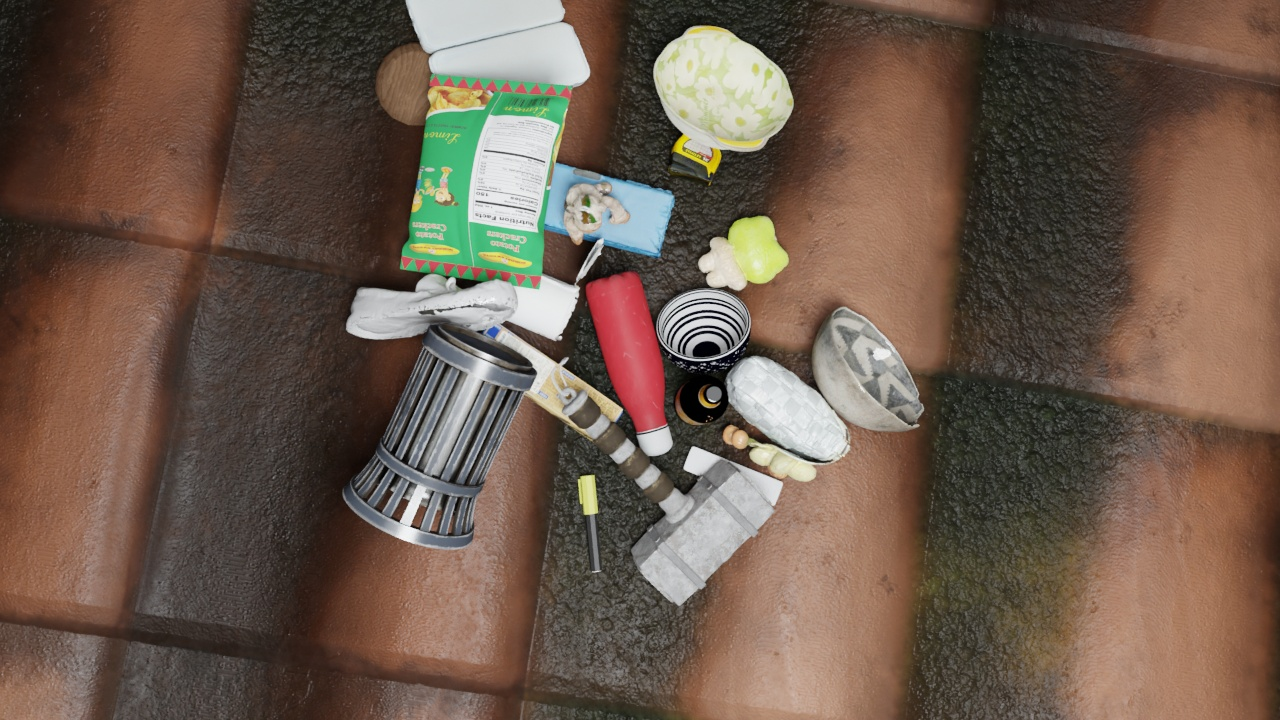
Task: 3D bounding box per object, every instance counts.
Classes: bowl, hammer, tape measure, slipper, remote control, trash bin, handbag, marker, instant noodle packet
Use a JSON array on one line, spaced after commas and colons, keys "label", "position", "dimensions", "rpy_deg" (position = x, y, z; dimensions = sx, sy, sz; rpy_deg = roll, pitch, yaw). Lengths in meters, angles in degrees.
[{"label": "bowl", "position": [0.103, -0.344, 1.217], "dimensions": [0.188, 0.060, 0.219], "rpy_deg": [-3, 61, -16]}, {"label": "bowl", "position": [0.084, -0.027, 1.192], "dimensions": [0.120, 0.066, 0.120], "rpy_deg": [-5, 52, 6]}, {"label": "hammer", "position": [-0.002, 0.133, 1.133], "dimensions": [0.177, 0.079, 0.326], "rpy_deg": [-44, 101, -3]}, {"label": "bowl", "position": [-0.300, -0.376, 1.231], "dimensions": [0.118, 0.030, 0.117], "rpy_deg": [0, 84, -3]}, {"label": "tape measure", "position": [0.074, -0.274, 1.238], "dimensions": [0.065, 0.037, 0.064], "rpy_deg": [16, 84, -4]}, {"label": "slipper", "position": [-0.260, -0.071, 1.143], "dimensions": [0.247, 0.112, 0.074], "rpy_deg": [-3, 89, 28]}, {"label": "remote control", "position": [0.122, 0.152, 1.209], "dimensions": [0.131, 0.012, 0.033], "rpy_deg": [22, 85, -1]}, {"label": "trash bin", "position": [-0.231, 0.083, 1.095], "dimensions": [0.164, 0.164, 0.227], "rpy_deg": [25, 96, 0]}, {"label": "handbag", "position": [0.172, 0.077, 1.173], "dimensions": [0.171, 0.112, 0.123], "rpy_deg": [40, 90, 1]}, {"label": "marker", "position": [-0.065, 0.211, 1.190], "dimensions": [0.021, 0.017, 0.124], "rpy_deg": [-8, 85, 29]}, {"label": "instant noodle packet", "position": [-0.196, -0.227, 1.151], "dimensions": [0.196, 0.090, 0.252], "rpy_deg": [10, 91, 16]}, {"label": "bowl", "position": [0.274, 0.024, 1.174], "dimensions": [0.081, 0.178, 0.178], "rpy_deg": [-37, 87, 30]}]

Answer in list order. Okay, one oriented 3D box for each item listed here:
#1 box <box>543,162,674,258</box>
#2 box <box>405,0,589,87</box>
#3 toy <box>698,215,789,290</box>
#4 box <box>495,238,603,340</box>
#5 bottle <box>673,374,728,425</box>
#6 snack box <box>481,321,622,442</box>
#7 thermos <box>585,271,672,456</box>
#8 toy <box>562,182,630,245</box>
[{"label": "box", "position": [-0.074, -0.208, 1.216], "dimensions": [0.231, 0.052, 0.093], "rpy_deg": [15, 84, -2]}, {"label": "box", "position": [-0.190, -0.433, 1.232], "dimensions": [0.208, 0.037, 0.188], "rpy_deg": [-18, 87, -16]}, {"label": "toy", "position": [0.135, -0.139, 1.225], "dimensions": [0.115, 0.046, 0.092], "rpy_deg": [-26, 85, 1]}, {"label": "box", "position": [-0.122, -0.110, 1.181], "dimensions": [0.106, 0.080, 0.150], "rpy_deg": [26, 95, -2]}, {"label": "bottle", "position": [0.078, 0.048, 1.132], "dimensions": [0.059, 0.182, 0.059], "rpy_deg": [0, 84, -4]}, {"label": "snack box", "position": [-0.122, 0.030, 1.187], "dimensions": [0.207, 0.057, 0.056], "rpy_deg": [35, 82, 2]}, {"label": "thermos", "position": [-0.007, 0.007, 1.187], "dimensions": [0.073, 0.073, 0.240], "rpy_deg": [-16, 93, -5]}, {"label": "toy", "position": [-0.058, -0.188, 1.151], "dimensions": [0.085, 0.106, 0.074], "rpy_deg": [-11, 97, 3]}]
